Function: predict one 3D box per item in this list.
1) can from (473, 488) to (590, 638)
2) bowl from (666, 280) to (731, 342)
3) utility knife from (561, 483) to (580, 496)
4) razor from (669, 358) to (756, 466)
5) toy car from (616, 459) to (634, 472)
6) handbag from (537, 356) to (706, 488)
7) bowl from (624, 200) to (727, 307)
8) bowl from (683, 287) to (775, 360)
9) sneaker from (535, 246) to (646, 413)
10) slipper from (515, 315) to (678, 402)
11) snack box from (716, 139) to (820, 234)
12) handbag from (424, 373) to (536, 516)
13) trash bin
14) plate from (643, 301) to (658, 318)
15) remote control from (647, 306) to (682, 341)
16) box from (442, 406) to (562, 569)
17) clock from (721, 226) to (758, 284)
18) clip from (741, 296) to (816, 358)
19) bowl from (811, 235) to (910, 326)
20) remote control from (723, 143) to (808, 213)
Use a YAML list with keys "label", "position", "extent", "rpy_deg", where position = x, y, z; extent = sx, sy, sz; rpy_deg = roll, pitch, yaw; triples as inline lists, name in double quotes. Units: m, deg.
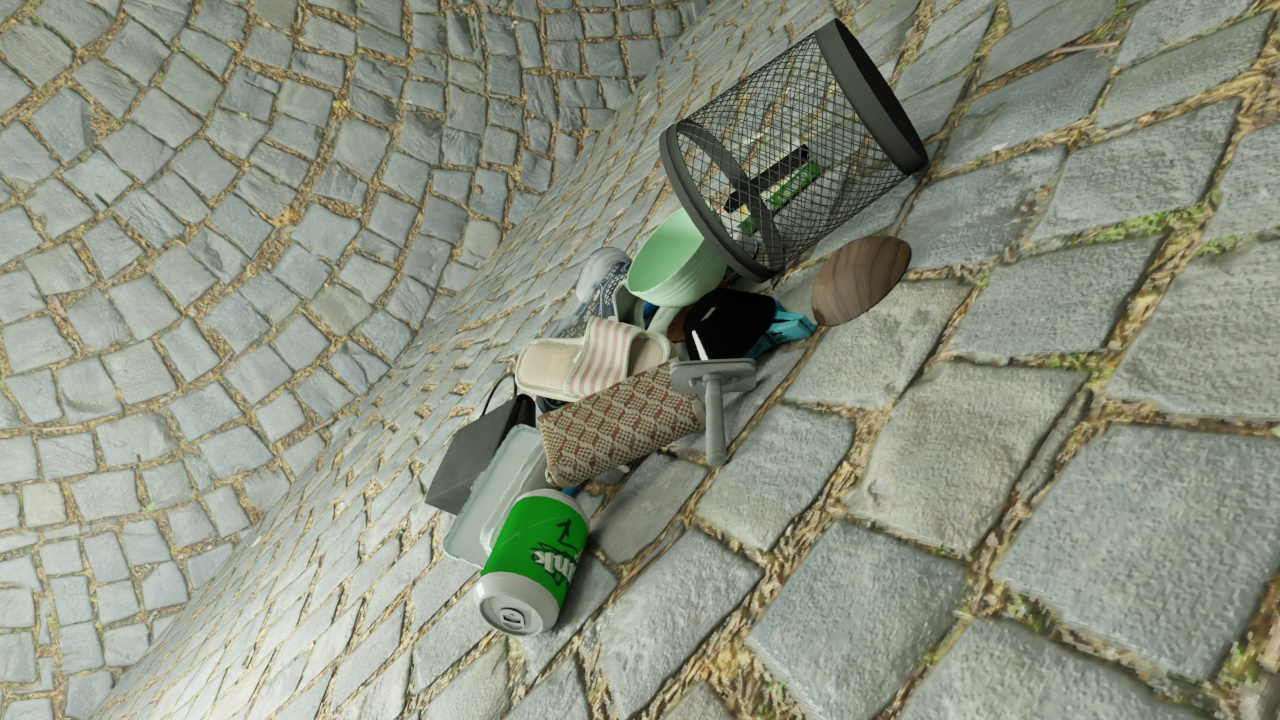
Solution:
- label: "can"
  position: [-0.110, 0.206, 0.945]
  extent: [0.088, 0.088, 0.139]
  rpy_deg: [-33, 23, 36]
- label: "bowl"
  position: [0.081, -0.055, 1.161]
  extent: [0.102, 0.026, 0.114]
  rpy_deg: [-49, 18, -7]
- label: "utility knife"
  position: [-0.075, 0.138, 1.104]
  extent: [0.015, 0.031, 0.220]
  rpy_deg: [28, 74, 27]
- label: "razor"
  position: [0.074, 0.053, 0.915]
  extent: [0.088, 0.047, 0.116]
  rpy_deg: [-3, 51, 5]
- label: "toy car"
  position: [-0.014, 0.083, 1.073]
  extent: [0.039, 0.039, 0.112]
  rpy_deg: [-57, 5, 50]
- label: "handbag"
  position: [-0.022, 0.070, 1.014]
  extent: [0.186, 0.047, 0.124]
  rpy_deg: [-23, 30, 1]
- label: "bowl"
  position: [0.059, -0.124, 1.169]
  extent: [0.151, 0.077, 0.150]
  rpy_deg: [-39, 27, 24]
- label: "bowl"
  position: [0.085, -0.042, 1.012]
  extent: [0.124, 0.052, 0.124]
  rpy_deg: [-42, 18, 17]
- label: "sneaker"
  position: [-0.051, -0.032, 1.284]
  extent: [0.132, 0.103, 0.269]
  rpy_deg: [14, 76, 49]
- label: "slipper"
  position: [-0.070, 0.001, 1.191]
  extent: [0.263, 0.052, 0.115]
  rpy_deg: [0, 69, 38]
- label: "snack box"
  position: [0.180, -0.241, 1.324]
  extent: [0.168, 0.027, 0.131]
  rpy_deg: [-41, 19, 18]
- label: "handbag"
  position: [-0.214, 0.105, 1.315]
  extent: [0.176, 0.072, 0.195]
  rpy_deg: [-28, 43, 43]
- label: "trash bin"
  position: [0.178, -0.241, 1.052]
  extent: [0.228, 0.218, 0.217]
  rpy_deg: [-32, 23, 26]
- label: "plate"
  position: [0.015, -0.111, 1.419]
  extent: [0.225, 0.024, 0.224]
  rpy_deg: [-41, 20, 18]
- label: "remote control"
  position: [0.046, -0.063, 1.250]
  extent: [0.060, 0.028, 0.114]
  rpy_deg: [-26, 25, 44]
- label: "box"
  position: [-0.157, 0.147, 1.114]
  extent: [0.129, 0.105, 0.209]
  rpy_deg: [12, 53, 19]
- label: "clock"
  position: [0.113, -0.132, 1.235]
  extent: [0.095, 0.035, 0.122]
  rpy_deg: [-41, 19, 19]
- label: "clip"
  position: [0.145, -0.042, 1.003]
  extent: [0.123, 0.033, 0.120]
  rpy_deg: [-32, 20, 37]
- label: "bowl"
  position: [0.214, -0.090, 0.932]
  extent: [0.119, 0.032, 0.119]
  rpy_deg: [-41, 19, 17]
- label: "remote control"
  position: [0.176, -0.254, 1.293]
  extent: [0.150, 0.013, 0.034]
  rpy_deg: [-29, 27, 44]
